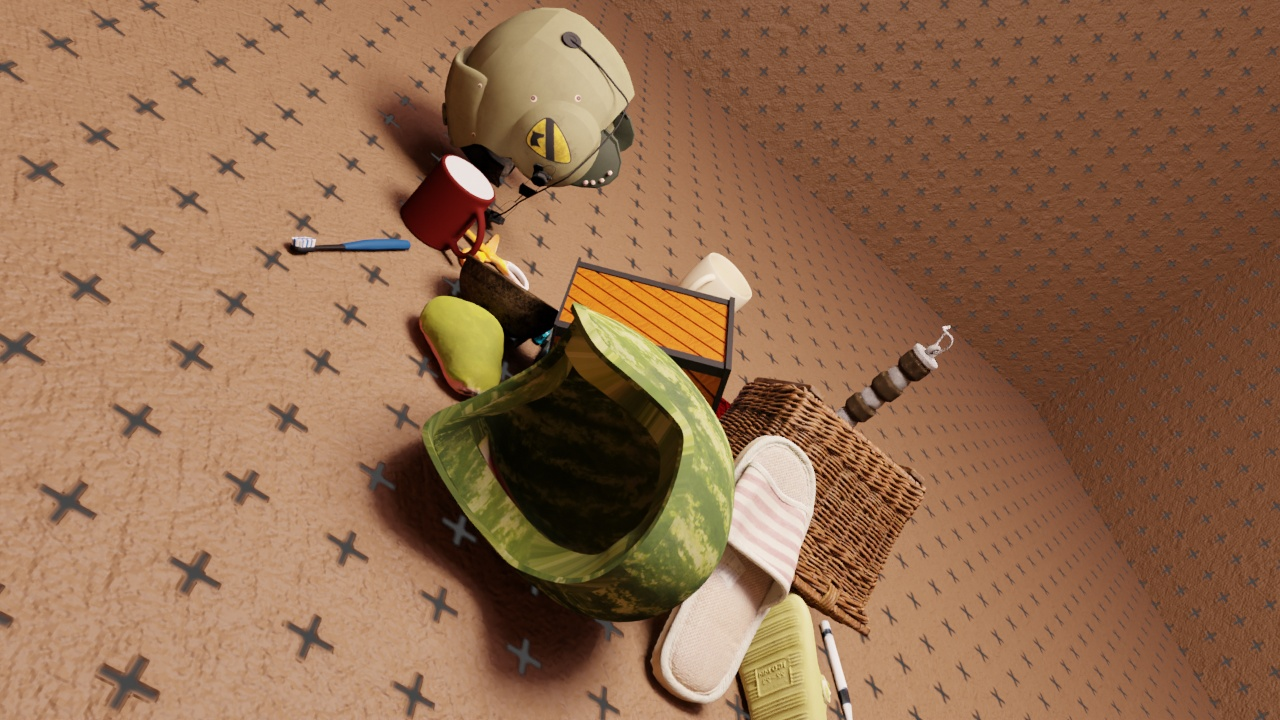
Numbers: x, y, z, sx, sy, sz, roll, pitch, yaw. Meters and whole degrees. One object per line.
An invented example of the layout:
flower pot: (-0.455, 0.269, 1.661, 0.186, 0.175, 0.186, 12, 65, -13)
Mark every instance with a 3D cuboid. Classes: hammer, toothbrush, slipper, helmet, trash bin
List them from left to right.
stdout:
toothbrush: (-0.287, -0.117, 0.923, 0.014, 0.014, 0.167, 19, 15, 21)
helmet: (-0.131, -0.308, 1.152, 0.233, 0.256, 0.249, 44, 22, -15)
helmet: (-0.032, 0.094, 0.776, 0.247, 0.213, 0.243, 53, 6, 6)
trash bin: (-0.006, 0.006, 0.955, 0.172, 0.140, 0.139, 14, 34, -2)
slipper: (0.095, 0.190, 0.854, 0.115, 0.052, 0.262, 35, 70, -19)
slipper: (0.152, 0.317, 0.904, 0.081, 0.092, 0.190, 37, 29, -28)
toothbrush: (0.232, 0.372, 1.038, 0.012, 0.017, 0.186, 57, 15, -34)
hammer: (0.282, 0.067, 1.205, 0.176, 0.327, 0.079, 25, 32, -41)

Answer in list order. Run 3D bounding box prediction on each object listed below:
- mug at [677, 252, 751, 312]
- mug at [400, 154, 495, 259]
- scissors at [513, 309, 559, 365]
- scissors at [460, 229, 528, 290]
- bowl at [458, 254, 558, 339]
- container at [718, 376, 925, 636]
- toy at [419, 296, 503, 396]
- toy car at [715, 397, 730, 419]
mug: (0.102, -0.104, 1.449, 0.120, 0.100, 0.096, -1, 54, -57)
mug: (-0.210, -0.167, 1.043, 0.105, 0.083, 0.073, 54, 25, 15)
scissors: (-0.115, -0.035, 1.079, 0.145, 0.019, 0.133, 22, 35, -43)
scissors: (-0.182, -0.125, 1.115, 0.131, 0.011, 0.125, 41, 26, -18)
bowl: (-0.150, -0.059, 0.997, 0.121, 0.056, 0.121, 33, 1, -1)
container: (0.171, 0.147, 1.008, 0.250, 0.183, 0.162, 39, -11, -19)
toy: (-0.173, -0.013, 0.909, 0.090, 0.051, 0.109, 22, 37, -40)
toy car: (0.088, 0.106, 1.148, 0.070, 0.062, 0.169, 36, 26, -23)
